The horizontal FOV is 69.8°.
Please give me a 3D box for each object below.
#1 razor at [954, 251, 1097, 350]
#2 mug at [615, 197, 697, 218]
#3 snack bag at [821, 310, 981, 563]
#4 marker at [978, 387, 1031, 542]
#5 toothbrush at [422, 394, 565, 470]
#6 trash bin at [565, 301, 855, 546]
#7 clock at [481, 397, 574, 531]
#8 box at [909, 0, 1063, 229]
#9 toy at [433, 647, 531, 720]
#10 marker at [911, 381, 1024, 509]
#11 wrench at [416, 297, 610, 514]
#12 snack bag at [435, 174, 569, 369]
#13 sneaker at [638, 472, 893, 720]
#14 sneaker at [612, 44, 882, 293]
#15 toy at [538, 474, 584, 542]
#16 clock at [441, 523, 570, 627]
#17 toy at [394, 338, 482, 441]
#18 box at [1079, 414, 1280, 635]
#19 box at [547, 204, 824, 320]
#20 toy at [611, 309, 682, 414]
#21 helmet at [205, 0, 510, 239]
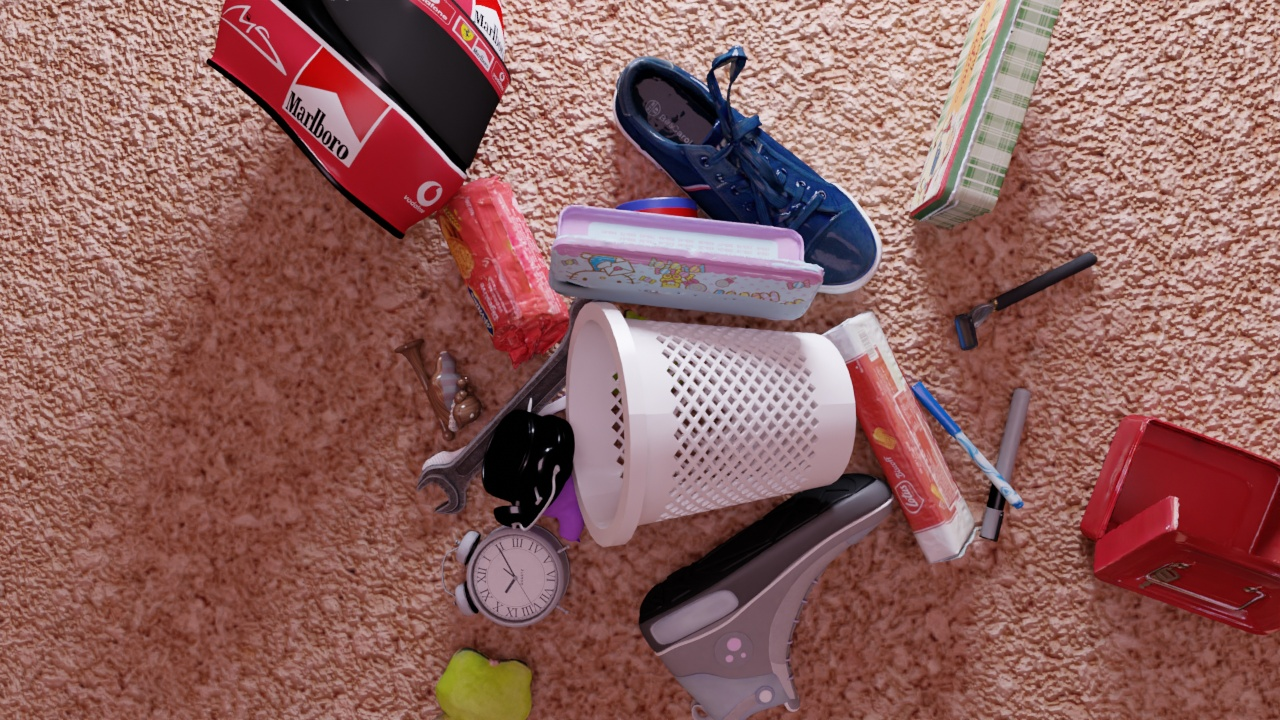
[{"bbox_3d":[0.349,-0.061,0.836,0.144,0.022,0.043,-29,129,-1],"label":"razor"},{"bbox_3d":[0.001,-0.102,0.842,0.112,0.074,0.076,-5,89,30],"label":"mug"},{"bbox_3d":[0.231,0.065,0.815,0.041,0.077,0.225,-25,88,33],"label":"snack bag"},{"bbox_3d":[0.333,0.095,0.836,0.016,0.016,0.140,13,90,4],"label":"marker"},{"bbox_3d":[-0.123,0.064,0.872,0.187,0.016,0.015,-25,88,2],"label":"toothbrush"},{"bbox_3d":[0.057,0.047,0.767,0.199,0.196,0.195,-3,89,-18],"label":"trash bin"},{"bbox_3d":[-0.096,0.093,0.792,0.042,0.120,0.091,24,115,-31],"label":"clock"},{"bbox_3d":[0.295,-0.220,0.794,0.050,0.117,0.205,19,93,-1],"label":"box"},{"bbox_3d":[-0.150,0.331,0.859,0.092,0.043,0.118,13,93,2],"label":"toy"},{"bbox_3d":[0.295,0.077,0.830,0.013,0.013,0.142,-39,79,3],"label":"marker"},{"bbox_3d":[-0.109,0.044,0.843,0.070,0.010,0.274,40,104,-19],"label":"wrench"},{"bbox_3d":[-0.125,-0.086,0.842,0.082,0.082,0.176,-26,88,4],"label":"snack bag"},{"bbox_3d":[0.137,0.221,0.822,0.257,0.093,0.160,-31,96,2],"label":"sneaker"},{"bbox_3d":[0.096,-0.170,0.805,0.294,0.127,0.121,39,94,2],"label":"sneaker"},{"bbox_3d":[-0.077,0.112,0.847,0.106,0.056,0.088,23,82,23],"label":"toy"},{"bbox_3d":[-0.127,0.201,0.861,0.122,0.035,0.094,1,89,3],"label":"clock"},{"bbox_3d":[-0.186,0.025,0.866,0.055,0.041,0.102,-19,96,26],"label":"toy"},{"bbox_3d":[0.482,0.130,0.783,0.157,0.152,0.164,20,54,2],"label":"box"},{"bbox_3d":[0.035,-0.088,0.738,0.214,0.093,0.089,6,72,-4],"label":"box"},{"bbox_3d":[-0.005,0.005,0.854,0.093,0.036,0.094,22,98,-1],"label":"toy"},{"bbox_3d":[-0.222,-0.268,0.786,0.271,0.197,0.224,41,89,19],"label":"helmet"}]
